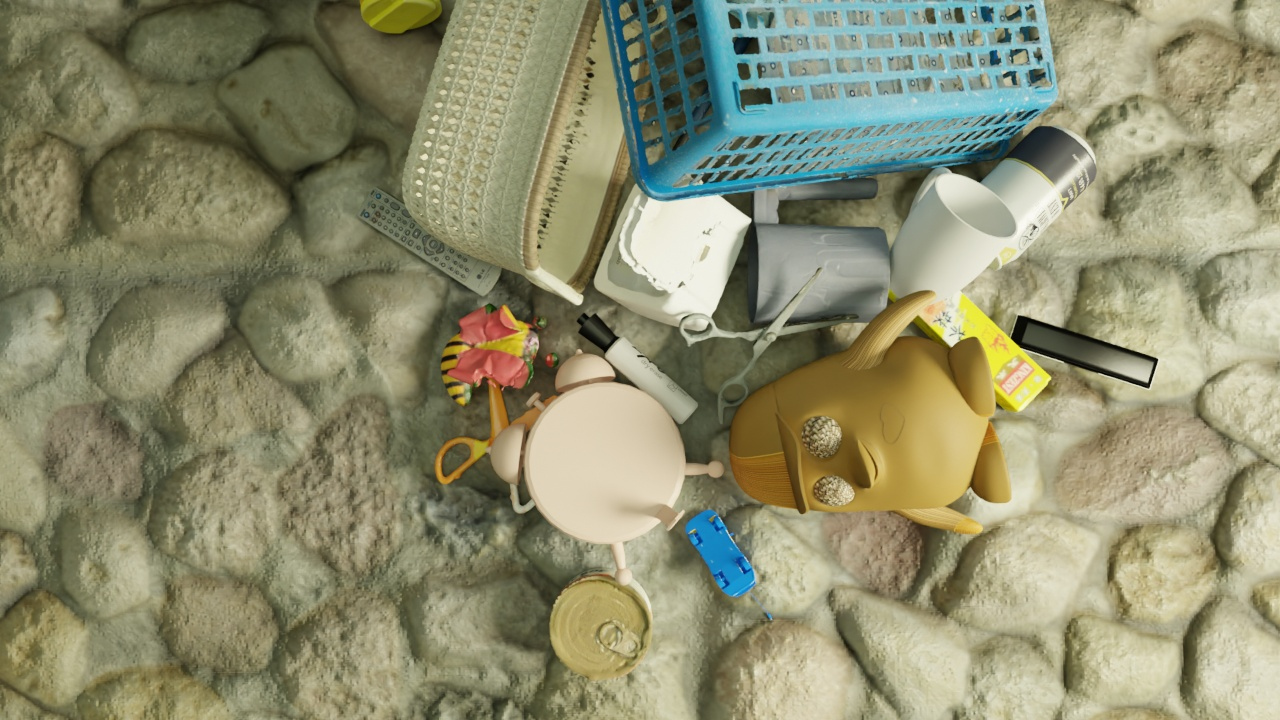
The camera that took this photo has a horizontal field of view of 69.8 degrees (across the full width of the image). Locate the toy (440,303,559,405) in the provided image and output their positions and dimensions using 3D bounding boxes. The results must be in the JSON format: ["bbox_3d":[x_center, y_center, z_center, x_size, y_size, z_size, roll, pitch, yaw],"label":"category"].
[{"bbox_3d":[-0.126,-0.005,0.778,0.103,0.046,0.084,-24,76,10],"label":"toy"}]

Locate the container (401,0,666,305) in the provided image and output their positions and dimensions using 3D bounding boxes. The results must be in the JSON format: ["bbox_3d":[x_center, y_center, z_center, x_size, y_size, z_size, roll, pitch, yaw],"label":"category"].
[{"bbox_3d":[-0.079,-0.180,0.719,0.143,0.184,0.246,16,86,12],"label":"container"}]

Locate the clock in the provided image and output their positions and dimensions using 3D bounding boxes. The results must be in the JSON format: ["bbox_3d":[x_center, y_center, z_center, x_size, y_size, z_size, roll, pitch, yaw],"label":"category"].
[{"bbox_3d":[-0.031,0.081,0.749,0.160,0.086,0.131,40,80,11],"label":"clock"}]

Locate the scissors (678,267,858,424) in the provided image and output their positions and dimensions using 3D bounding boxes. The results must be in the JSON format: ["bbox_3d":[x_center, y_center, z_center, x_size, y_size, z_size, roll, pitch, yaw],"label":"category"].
[{"bbox_3d":[0.095,-0.009,0.737,0.141,0.014,0.174,5,131,-12],"label":"scissors"}]

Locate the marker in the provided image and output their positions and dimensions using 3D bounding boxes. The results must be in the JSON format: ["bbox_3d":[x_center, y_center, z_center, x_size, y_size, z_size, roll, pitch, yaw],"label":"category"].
[{"bbox_3d":[-0.005,0.005,0.783,0.126,0.025,0.025,42,90,3],"label":"marker"}]

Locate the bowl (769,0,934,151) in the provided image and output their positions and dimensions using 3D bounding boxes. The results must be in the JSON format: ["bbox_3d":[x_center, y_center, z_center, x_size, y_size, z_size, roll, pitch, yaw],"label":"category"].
[{"bbox_3d":[0.170,-0.244,0.768,0.149,0.043,0.149,0,89,-10],"label":"bowl"}]

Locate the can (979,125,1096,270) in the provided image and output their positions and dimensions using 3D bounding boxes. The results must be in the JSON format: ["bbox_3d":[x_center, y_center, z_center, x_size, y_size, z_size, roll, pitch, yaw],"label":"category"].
[{"bbox_3d":[0.308,-0.130,0.754,0.064,0.064,0.127,45,91,3],"label":"can"}]

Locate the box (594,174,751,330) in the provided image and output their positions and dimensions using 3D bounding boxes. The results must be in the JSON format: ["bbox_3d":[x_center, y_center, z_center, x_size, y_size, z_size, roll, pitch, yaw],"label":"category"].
[{"bbox_3d":[0.010,-0.095,0.708,0.126,0.136,0.108,20,88,43],"label":"box"}]

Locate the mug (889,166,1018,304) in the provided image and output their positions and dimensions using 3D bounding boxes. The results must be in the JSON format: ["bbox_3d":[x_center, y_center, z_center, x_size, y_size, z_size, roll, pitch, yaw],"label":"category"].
[{"bbox_3d":[0.233,-0.100,0.724,0.071,0.090,0.107,14,46,-17],"label":"mug"}]

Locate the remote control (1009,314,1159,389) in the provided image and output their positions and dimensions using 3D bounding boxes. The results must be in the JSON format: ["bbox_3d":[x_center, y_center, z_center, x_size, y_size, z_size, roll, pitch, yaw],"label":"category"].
[{"bbox_3d":[0.375,-0.007,0.775,0.124,0.012,0.028,18,89,3],"label":"remote control"}]

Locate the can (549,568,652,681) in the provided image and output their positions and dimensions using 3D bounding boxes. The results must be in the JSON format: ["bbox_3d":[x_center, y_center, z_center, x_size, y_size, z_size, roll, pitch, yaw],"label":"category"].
[{"bbox_3d":[-0.032,0.220,0.770,0.086,0.043,0.086,0,89,3],"label":"can"}]

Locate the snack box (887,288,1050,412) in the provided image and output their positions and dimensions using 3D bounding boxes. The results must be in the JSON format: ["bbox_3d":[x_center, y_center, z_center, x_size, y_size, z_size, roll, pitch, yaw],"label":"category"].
[{"bbox_3d":[0.273,-0.022,0.770,0.148,0.029,0.040,44,90,3],"label":"snack box"}]

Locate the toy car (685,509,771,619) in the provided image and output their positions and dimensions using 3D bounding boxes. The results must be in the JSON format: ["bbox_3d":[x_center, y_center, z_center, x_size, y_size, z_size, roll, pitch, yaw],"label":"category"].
[{"bbox_3d":[0.079,0.177,0.783,0.033,0.062,0.092,-35,58,2],"label":"toy car"}]

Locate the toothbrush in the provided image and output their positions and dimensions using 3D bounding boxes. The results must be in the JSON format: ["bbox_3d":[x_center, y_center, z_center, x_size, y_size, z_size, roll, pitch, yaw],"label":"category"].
[{"bbox_3d":[0.051,-0.216,0.792,0.014,0.014,0.167,32,90,14],"label":"toothbrush"}]

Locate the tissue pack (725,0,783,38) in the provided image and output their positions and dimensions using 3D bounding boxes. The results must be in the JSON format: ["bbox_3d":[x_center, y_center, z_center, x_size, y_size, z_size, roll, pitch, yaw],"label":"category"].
[{"bbox_3d":[0.100,-0.369,0.767,0.112,0.070,0.182,31,92,3],"label":"tissue pack"}]

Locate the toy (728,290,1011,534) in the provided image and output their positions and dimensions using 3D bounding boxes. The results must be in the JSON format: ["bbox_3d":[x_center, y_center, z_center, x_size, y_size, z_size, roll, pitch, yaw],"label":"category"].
[{"bbox_3d":[0.168,0.058,0.716,0.203,0.162,0.199,-12,102,13],"label":"toy"}]

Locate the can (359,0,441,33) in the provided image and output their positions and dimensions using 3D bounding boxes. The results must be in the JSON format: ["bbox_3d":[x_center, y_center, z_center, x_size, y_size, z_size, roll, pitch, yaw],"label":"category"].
[{"bbox_3d":[-0.211,-0.341,0.779,0.067,0.067,0.105,-11,88,2],"label":"can"}]

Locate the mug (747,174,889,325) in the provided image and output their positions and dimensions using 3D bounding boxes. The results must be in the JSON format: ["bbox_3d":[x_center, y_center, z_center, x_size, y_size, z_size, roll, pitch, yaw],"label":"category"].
[{"bbox_3d":[0.143,-0.090,0.752,0.104,0.084,0.124,1,86,1],"label":"mug"}]

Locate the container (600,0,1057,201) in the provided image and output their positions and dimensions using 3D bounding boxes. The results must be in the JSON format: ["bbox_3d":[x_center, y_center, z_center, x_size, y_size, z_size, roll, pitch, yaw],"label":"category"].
[{"bbox_3d":[0.151,-0.266,0.665,0.361,0.089,0.257,-12,93,-26],"label":"container"}]

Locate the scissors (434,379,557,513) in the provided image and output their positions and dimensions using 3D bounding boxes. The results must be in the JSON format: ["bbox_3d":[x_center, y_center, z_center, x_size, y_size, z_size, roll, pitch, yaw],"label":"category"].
[{"bbox_3d":[-0.116,0.076,0.792,0.125,0.011,0.127,-39,86,-1],"label":"scissors"}]

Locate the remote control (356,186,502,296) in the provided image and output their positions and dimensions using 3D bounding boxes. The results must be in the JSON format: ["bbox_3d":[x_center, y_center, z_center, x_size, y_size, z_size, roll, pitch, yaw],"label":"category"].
[{"bbox_3d":[-0.183,-0.103,0.798,0.136,0.013,0.033,32,90,3],"label":"remote control"}]
